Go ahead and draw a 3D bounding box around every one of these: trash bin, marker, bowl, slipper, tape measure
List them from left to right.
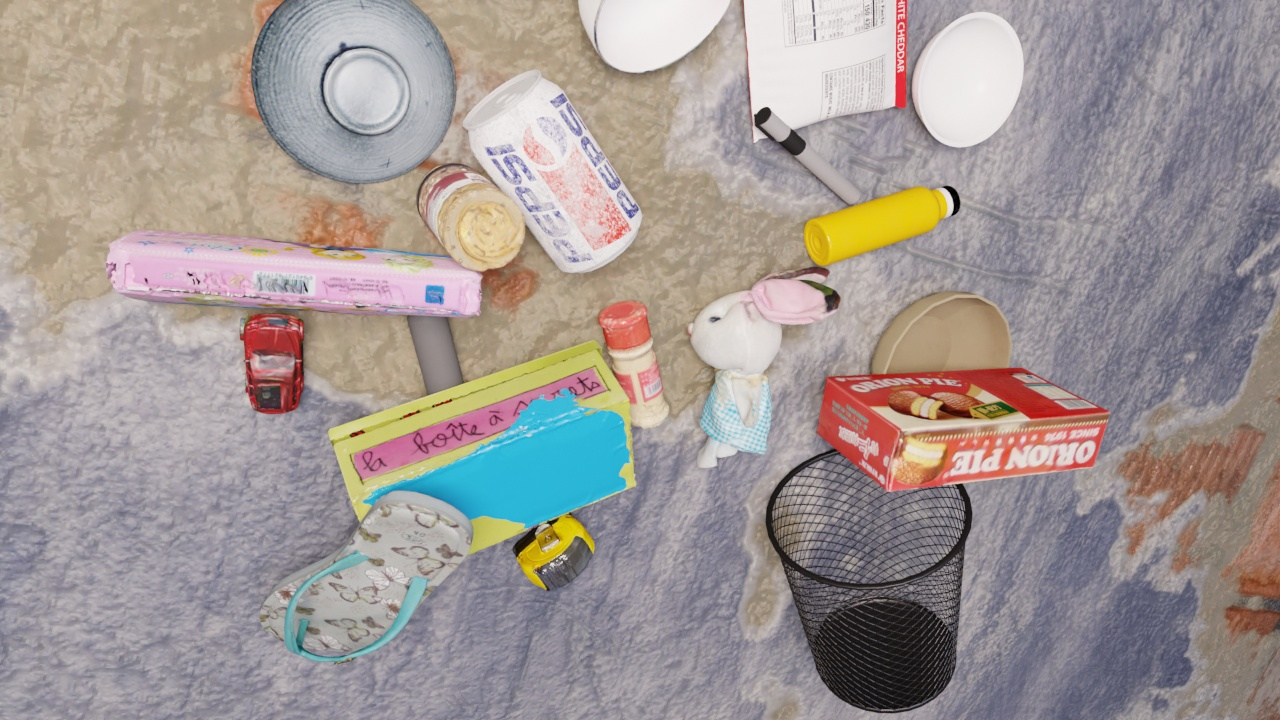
[{"bbox_3d":[-0.205,0.180,0.676,0.098,0.054,0.270,32,131,-23],"label":"slipper"},{"bbox_3d":[-0.186,-0.182,0.614,0.137,0.057,0.137,-9,114,-20],"label":"bowl"},{"bbox_3d":[-0.075,0.166,0.803,0.065,0.064,0.037,-33,121,-9],"label":"tape measure"},{"bbox_3d":[0.005,-0.267,0.646,0.113,0.063,0.114,-25,157,-12],"label":"bowl"},{"bbox_3d":[0.143,-0.170,0.773,0.140,0.016,0.016,28,98,-41],"label":"marker"},{"bbox_3d":[0.231,0.222,0.901,0.184,0.184,0.210,-24,124,-13],"label":"trash bin"},{"bbox_3d":[0.285,0.001,0.899,0.152,0.050,0.152,-9,114,-20],"label":"bowl"},{"bbox_3d":[0.274,-0.245,0.798,0.109,0.040,0.110,-9,114,-20],"label":"bowl"}]

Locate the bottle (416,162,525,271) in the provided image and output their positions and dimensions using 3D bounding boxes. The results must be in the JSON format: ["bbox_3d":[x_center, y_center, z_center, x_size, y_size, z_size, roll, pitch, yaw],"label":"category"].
[{"bbox_3d":[-0.122,-0.103,0.647,0.056,0.105,0.056,-9,114,-20],"label":"bottle"}]

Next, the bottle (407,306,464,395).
[{"bbox_3d":[-0.161,-0.020,0.708,0.030,0.030,0.113,-17,117,-17],"label":"bottle"}]

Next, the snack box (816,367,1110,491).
[{"bbox_3d":[0.289,0.056,0.827,0.236,0.113,0.060,-2,112,-23],"label":"snack box"}]

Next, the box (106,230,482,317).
[{"bbox_3d":[-0.226,-0.049,0.619,0.230,0.084,0.053,4,104,-17],"label":"box"}]

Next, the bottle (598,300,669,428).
[{"bbox_3d":[-0.005,0.005,0.780,0.044,0.044,0.109,-22,119,-14],"label":"bottle"}]

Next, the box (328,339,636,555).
[{"bbox_3d":[-0.116,0.079,0.725,0.220,0.080,0.125,-23,138,-16],"label":"box"}]

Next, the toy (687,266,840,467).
[{"bbox_3d":[0.085,0.002,0.805,0.105,0.130,0.206,23,111,2],"label":"toy"}]

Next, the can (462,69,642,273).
[{"bbox_3d":[-0.063,-0.136,0.675,0.078,0.078,0.136,-39,121,-5],"label":"can"}]

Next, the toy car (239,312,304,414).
[{"bbox_3d":[-0.263,0.003,0.658,0.042,0.036,0.091,0,133,-20],"label":"toy car"}]

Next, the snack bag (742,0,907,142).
[{"bbox_3d":[0.154,-0.254,0.741,0.144,0.039,0.131,-16,121,-12],"label":"snack bag"}]

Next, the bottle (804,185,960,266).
[{"bbox_3d":[0.219,-0.125,0.823,0.143,0.043,0.043,-19,117,-16],"label":"bottle"}]
